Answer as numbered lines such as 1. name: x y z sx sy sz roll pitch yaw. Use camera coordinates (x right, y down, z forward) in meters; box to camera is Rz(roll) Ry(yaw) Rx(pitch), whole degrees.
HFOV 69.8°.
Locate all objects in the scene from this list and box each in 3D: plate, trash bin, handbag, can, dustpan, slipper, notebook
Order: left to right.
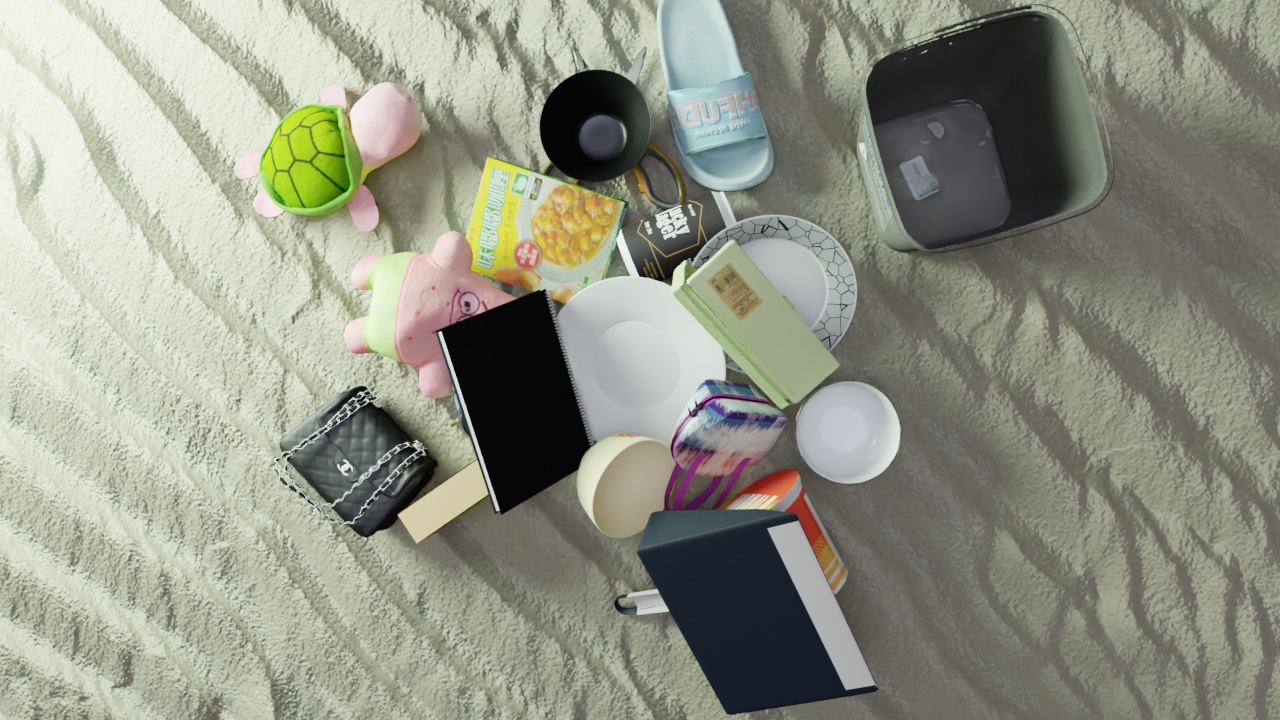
1. handbag: -0.323 0.111 1.045 0.125 0.114 0.153 -45 83 2
2. notebook: -0.128 0.041 0.998 0.016 0.148 0.207 -2 109 46
3. plate: -0.006 0.006 1.039 0.209 0.015 0.209 4 108 13
4. can: 0.043 -0.135 1.024 0.128 0.072 0.072 -22 88 5
5. slipper: 0.075 -0.305 1.018 0.104 0.074 0.245 -15 88 7
6. handbag: 0.079 0.111 1.013 0.068 0.144 0.170 48 120 46
7. dustpan: 0.084 0.262 0.985 0.274 0.080 0.236 -18 111 23
8. plate: 0.142 -0.071 1.016 0.188 0.016 0.189 1 115 2
9. trash bin: 0.317 -0.206 0.920 0.197 0.220 0.197 -15 89 6

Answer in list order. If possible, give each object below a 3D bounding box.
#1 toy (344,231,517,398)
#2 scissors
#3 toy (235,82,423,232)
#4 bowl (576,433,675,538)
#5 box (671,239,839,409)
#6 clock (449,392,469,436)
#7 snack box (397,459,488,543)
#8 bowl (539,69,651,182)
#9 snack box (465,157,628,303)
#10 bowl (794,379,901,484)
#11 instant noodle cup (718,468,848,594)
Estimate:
1. toy: -0.217 -0.052 1.044 0.236 0.096 0.192 7 101 -5
2. scissors: -0.044 -0.251 1.059 0.225 0.016 0.225 -30 88 6
3. toy: -0.357 -0.238 1.057 0.238 0.087 0.190 -18 76 11
4. bowl: -0.028 0.129 1.029 0.074 0.118 0.118 28 94 45
5. box: 0.116 -0.038 0.987 0.091 0.083 0.188 -42 109 0
6. clock: -0.158 0.035 1.034 0.090 0.052 0.130 21 113 -36
7. snack box: -0.200 0.149 1.045 0.126 0.088 0.040 -35 87 5
8. bowl: -0.047 -0.255 1.024 0.124 0.052 0.124 0 89 6
9. snack box: -0.112 -0.144 1.053 0.168 0.027 0.132 19 103 5
10. bowl: 0.226 0.077 1.012 0.113 0.063 0.113 0 91 6
11. instant noodle cup: 0.152 0.204 1.000 0.123 0.123 0.121 -35 95 5
